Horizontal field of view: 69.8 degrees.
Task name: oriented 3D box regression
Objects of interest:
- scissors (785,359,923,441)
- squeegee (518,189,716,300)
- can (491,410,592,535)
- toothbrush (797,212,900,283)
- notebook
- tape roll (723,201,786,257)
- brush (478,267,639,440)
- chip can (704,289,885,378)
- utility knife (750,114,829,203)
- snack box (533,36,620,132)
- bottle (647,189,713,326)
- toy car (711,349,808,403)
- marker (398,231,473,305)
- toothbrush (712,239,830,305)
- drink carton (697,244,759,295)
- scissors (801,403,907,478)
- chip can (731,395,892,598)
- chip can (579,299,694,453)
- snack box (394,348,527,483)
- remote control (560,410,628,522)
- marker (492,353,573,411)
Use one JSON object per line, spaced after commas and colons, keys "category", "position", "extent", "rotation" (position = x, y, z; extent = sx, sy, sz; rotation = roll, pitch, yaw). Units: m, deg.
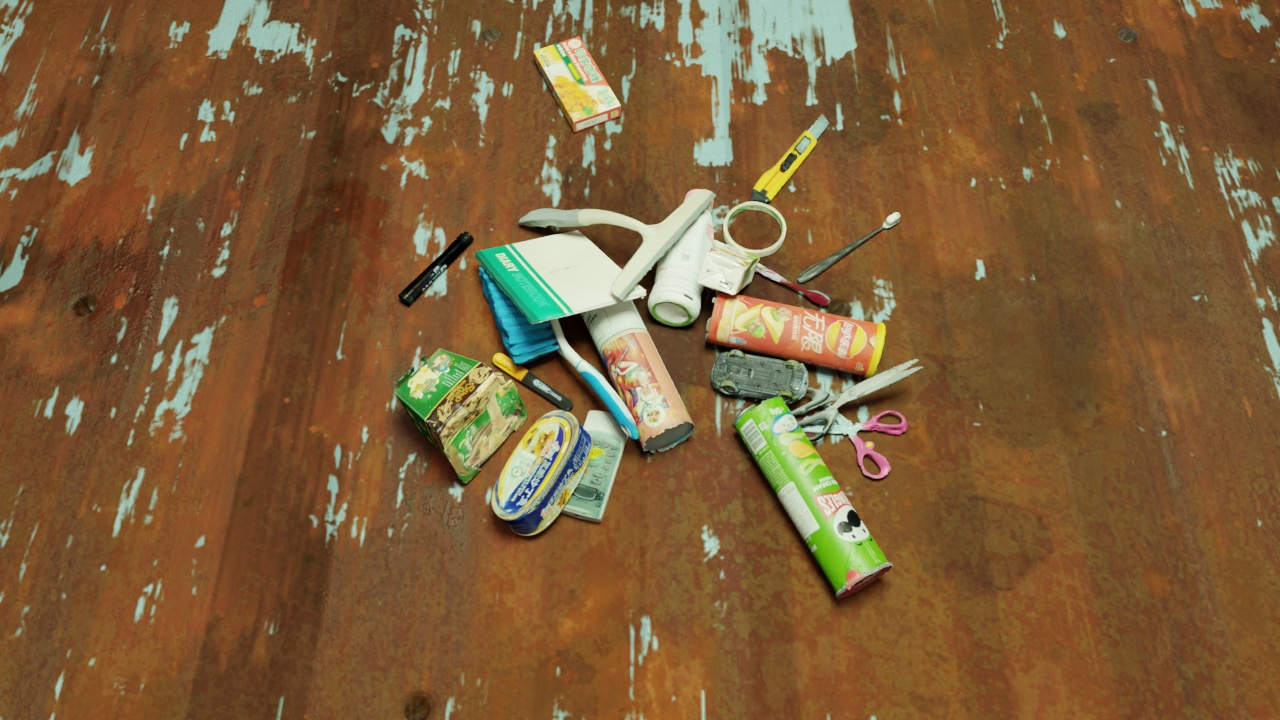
{"category": "scissors", "position": [0.252, 0.034, 1.118], "extent": [0.141, 0.014, 0.173], "rotation": [30, 83, 32]}
{"category": "squeegee", "position": [-0.065, -0.181, 1.201], "extent": [0.247, 0.039, 0.245], "rotation": [12, 45, 31]}
{"category": "can", "position": [-0.114, 0.130, 1.072], "extent": [0.075, 0.049, 0.148], "rotation": [20, 68, 30]}
{"category": "toothbrush", "position": [0.284, -0.153, 1.248], "extent": [0.181, 0.018, 0.015], "rotation": [-33, 70, -14]}
{"category": "notebook", "position": [-0.106, -0.109, 1.157], "extent": [0.150, 0.012, 0.209], "rotation": [-16, 35, -22]}
{"category": "tape roll", "position": [0.157, -0.180, 1.262], "extent": [0.086, 0.014, 0.085], "rotation": [0, 62, 0]}
{"category": "brush", "position": [-0.108, -0.013, 1.141], "extent": [0.109, 0.061, 0.314], "rotation": [-16, 55, -15]}
{"category": "chip can", "position": [0.192, -0.033, 1.156], "extent": [0.217, 0.073, 0.073], "rotation": [12, 63, 7]}
{"category": "utility knife", "position": [0.217, -0.292, 1.318], "extent": [0.033, 0.015, 0.196], "rotation": [34, 68, 13]}
{"category": "snack box", "position": [-0.096, -0.415, 1.377], "extent": [0.077, 0.027, 0.155], "rotation": [-23, 65, -12]}
{"category": "bottle", "position": [0.061, -0.141, 1.215], "extent": [0.068, 0.068, 0.196], "rotation": [11, 61, 6]}
{"category": "toy car", "position": [0.148, 0.022, 1.142], "extent": [0.121, 0.037, 0.054], "rotation": [8, 61, 15]}
{"category": "marker", "position": [-0.275, -0.125, 1.233], "extent": [0.022, 0.020, 0.131], "rotation": [26, 64, 31]}
{"category": "toothbrush", "position": [0.171, -0.120, 1.231], "extent": [0.187, 0.016, 0.017], "rotation": [29, 28, 16]}
{"category": "drink carton", "position": [0.114, -0.116, 1.176], "extent": [0.053, 0.122, 0.045], "rotation": [22, 107, 11]}
{"category": "scissors", "position": [0.267, 0.082, 1.128], "extent": [0.124, 0.017, 0.133], "rotation": [-35, 64, -13]}
{"category": "chip can", "position": [0.194, 0.153, 1.059], "extent": [0.072, 0.072, 0.236], "rotation": [-25, 65, -12]}
{"category": "chip can", "position": [-0.007, 0.007, 1.136], "extent": [0.071, 0.071, 0.214], "rotation": [-21, 65, -11]}
{"category": "snack box", "position": [-0.220, 0.056, 1.098], "extent": [0.106, 0.118, 0.118], "rotation": [30, 63, 28]}
{"category": "remote control", "position": [-0.055, 0.125, 1.103], "extent": [0.056, 0.019, 0.134], "rotation": [15, 64, 8]}
{"category": "marker", "position": [-0.136, 0.027, 1.157], "extent": [0.124, 0.015, 0.018], "rotation": [33, 72, 14]}
